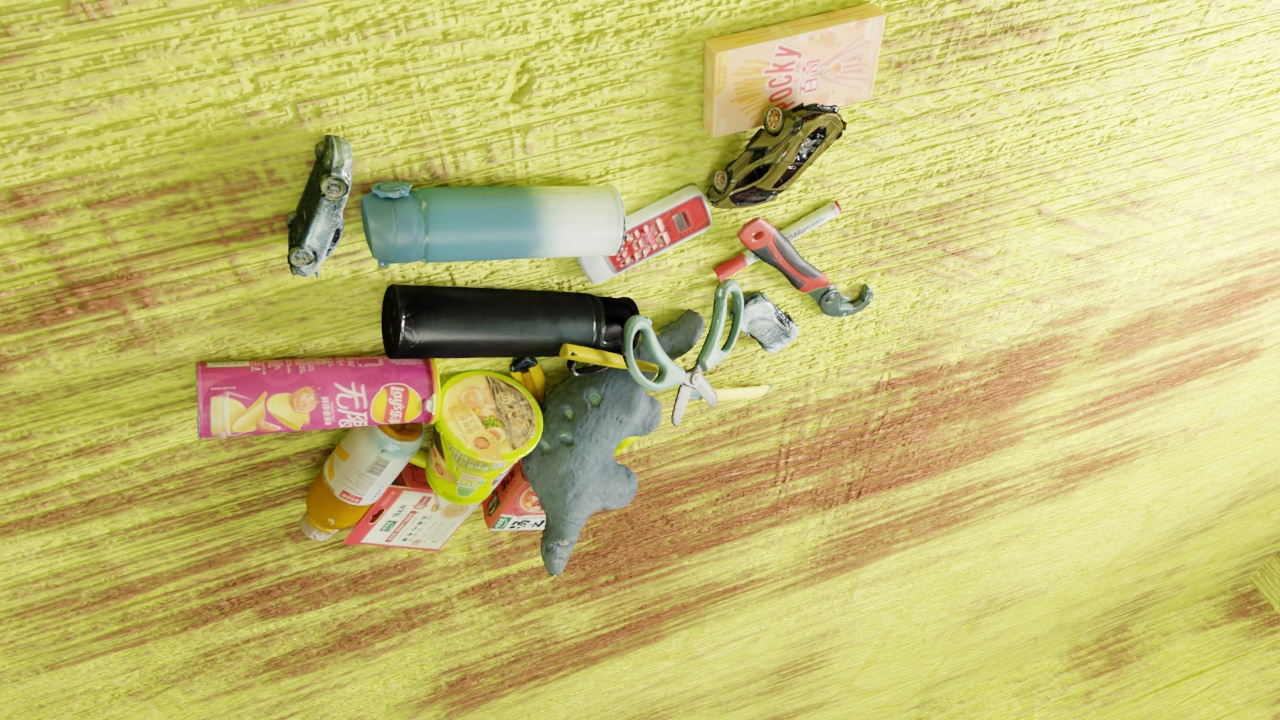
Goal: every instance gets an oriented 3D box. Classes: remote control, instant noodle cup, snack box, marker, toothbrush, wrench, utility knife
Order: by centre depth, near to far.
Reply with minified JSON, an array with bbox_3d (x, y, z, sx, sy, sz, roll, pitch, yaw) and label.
[{"bbox_3d":[0.131,-0.250,0.793,0.157,0.026,0.085,-17,141,-11],"label":"snack box"},{"bbox_3d":[0.003,-0.120,0.882,0.136,0.020,0.056,-26,143,1],"label":"remote control"},{"bbox_3d":[-0.006,0.005,0.928,0.189,0.016,0.016,12,106,-45],"label":"toothbrush"},{"bbox_3d":[0.142,-0.124,0.954,0.145,0.017,0.017,-29,142,6],"label":"marker"},{"bbox_3d":[-0.175,0.091,0.971,0.111,0.111,0.124,0,143,-29],"label":"instant noodle cup"},{"bbox_3d":[0.179,-0.095,0.990,0.056,0.016,0.273,-40,146,22],"label":"wrench"},{"bbox_3d":[-0.214,0.126,1.036,0.124,0.018,0.015,30,116,-34],"label":"marker"},{"bbox_3d":[-0.110,0.062,1.037,0.033,0.015,0.216,-18,143,-5],"label":"utility knife"},{"bbox_3d":[-0.263,0.167,1.055,0.127,0.044,0.113,17,127,-42],"label":"snack box"},{"bbox_3d":[0.102,0.040,1.083,0.031,0.021,0.204,-44,161,27],"label":"utility knife"},{"bbox_3d":[-0.133,0.161,1.110,0.127,0.044,0.113,5,138,-33],"label":"snack box"}]

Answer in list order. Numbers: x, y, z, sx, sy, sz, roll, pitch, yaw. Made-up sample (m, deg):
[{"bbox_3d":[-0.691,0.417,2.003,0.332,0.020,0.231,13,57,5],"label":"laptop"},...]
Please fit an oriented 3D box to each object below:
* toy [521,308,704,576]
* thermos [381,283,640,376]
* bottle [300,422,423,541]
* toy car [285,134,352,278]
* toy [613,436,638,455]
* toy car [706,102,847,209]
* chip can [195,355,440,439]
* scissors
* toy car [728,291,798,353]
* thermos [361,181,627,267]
[{"bbox_3d":[-0.056,0.090,1.011,0.137,0.091,0.357,17,108,-30],"label":"toy"},{"bbox_3d":[-0.121,-0.024,0.882,0.242,0.068,0.090,1,117,-29],"label":"thermos"},{"bbox_3d":[-0.298,0.121,0.962,0.068,0.068,0.190,17,126,-41],"label":"bottle"},{"bbox_3d":[-0.249,-0.119,0.720,0.036,0.054,0.121,10,130,-32],"label":"toy car"},{"bbox_3d":[-0.048,0.085,1.083,0.100,0.031,0.097,-21,133,-14],"label":"toy"},{"bbox_3d":[0.121,-0.180,0.835,0.070,0.042,0.159,-6,159,-33],"label":"toy car"},{"bbox_3d":[-0.299,0.032,0.856,0.210,0.071,0.072,-3,137,-25],"label":"chip can"},{"bbox_3d":[0.046,-0.022,0.944,0.170,0.019,0.171,31,78,-45],"label":"scissors"},{"bbox_3d":[0.142,-0.041,1.041,0.049,0.031,0.105,-39,139,16],"label":"toy car"},{"bbox_3d":[-0.123,-0.118,0.781,0.220,0.070,0.070,-5,138,-24],"label":"thermos"}]
